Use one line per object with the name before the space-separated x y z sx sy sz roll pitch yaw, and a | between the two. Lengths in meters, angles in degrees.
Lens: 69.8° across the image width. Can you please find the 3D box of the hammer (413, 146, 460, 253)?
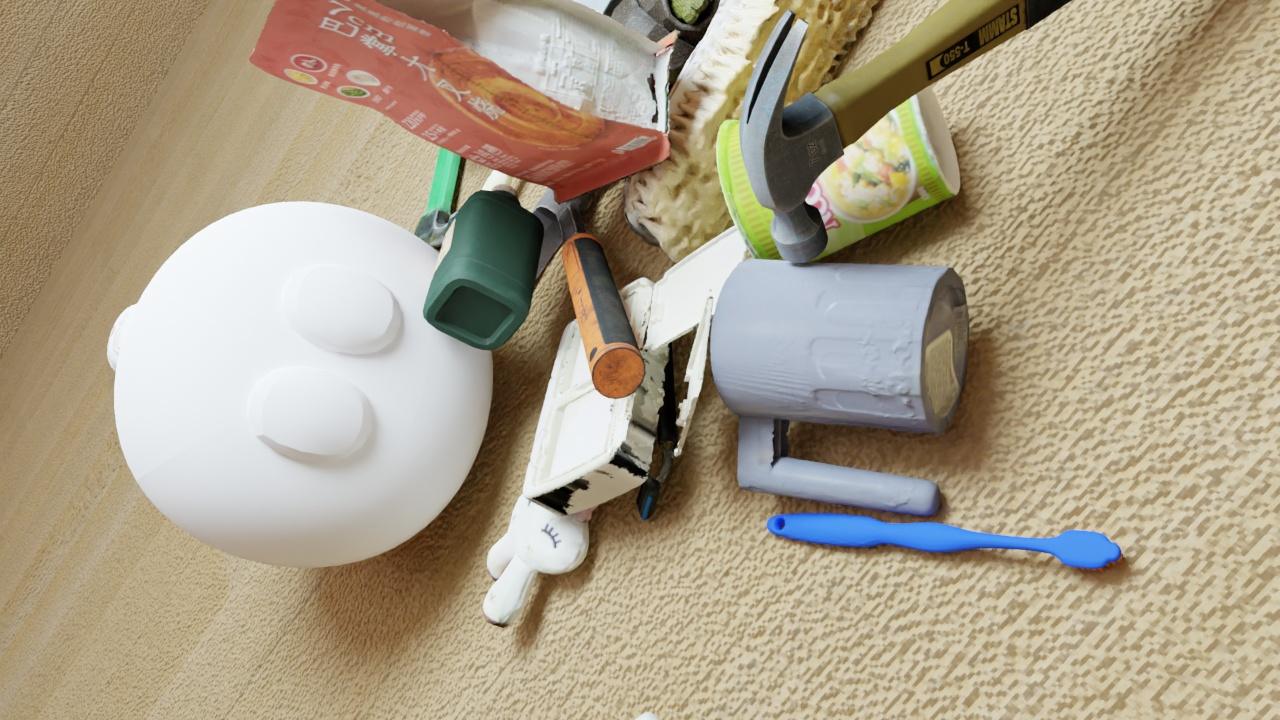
hammer | -0.192 -0.240 0.945 0.130 0.032 0.318 -19 56 40

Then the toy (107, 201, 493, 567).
toy | -0.253 0.019 0.692 0.281 0.265 0.262 -17 58 61

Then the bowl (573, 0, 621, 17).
bowl | -0.042 -0.266 0.741 0.106 0.039 0.106 -61 -4 -8

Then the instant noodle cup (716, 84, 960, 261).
instant noodle cup | 0.112 -0.107 0.508 0.108 0.099 0.098 -17 57 31

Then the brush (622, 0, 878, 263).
brush | 0.078 -0.189 0.591 0.057 0.083 0.271 36 96 50

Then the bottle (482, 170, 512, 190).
bottle | -0.087 -0.222 0.812 0.045 0.045 0.184 37 97 50

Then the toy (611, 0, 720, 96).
toy | 0.025 -0.257 0.685 0.153 0.078 0.179 -51 15 20

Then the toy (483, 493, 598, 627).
toy | -0.066 0.115 0.610 0.123 0.038 0.079 -50 31 7

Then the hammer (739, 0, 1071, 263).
hammer | 0.185 -0.175 0.404 0.333 0.118 0.025 -35 50 1

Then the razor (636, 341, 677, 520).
razor | 0.014 0.029 0.589 0.043 0.022 0.144 105 171 -59

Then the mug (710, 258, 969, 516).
mug | 0.100 0.012 0.458 0.104 0.083 0.124 5 97 34

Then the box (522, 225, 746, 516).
box | -0.003 0.003 0.552 0.184 0.050 0.143 -31 38 42

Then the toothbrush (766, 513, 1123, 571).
toothbrush | 0.133 0.084 0.437 0.183 0.018 0.016 -6 65 48

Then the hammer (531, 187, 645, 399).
hammer | -0.045 -0.054 0.619 0.138 0.035 0.314 -51 24 16

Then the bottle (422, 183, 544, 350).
bottle | -0.105 -0.076 0.642 0.061 0.061 0.131 -43 30 38

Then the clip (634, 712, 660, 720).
clip | -0.040 0.235 0.462 0.152 0.126 0.096 -46 46 -16

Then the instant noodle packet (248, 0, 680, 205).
instant noodle packet | -0.111 -0.167 0.554 0.165 0.220 0.084 -1 83 60
